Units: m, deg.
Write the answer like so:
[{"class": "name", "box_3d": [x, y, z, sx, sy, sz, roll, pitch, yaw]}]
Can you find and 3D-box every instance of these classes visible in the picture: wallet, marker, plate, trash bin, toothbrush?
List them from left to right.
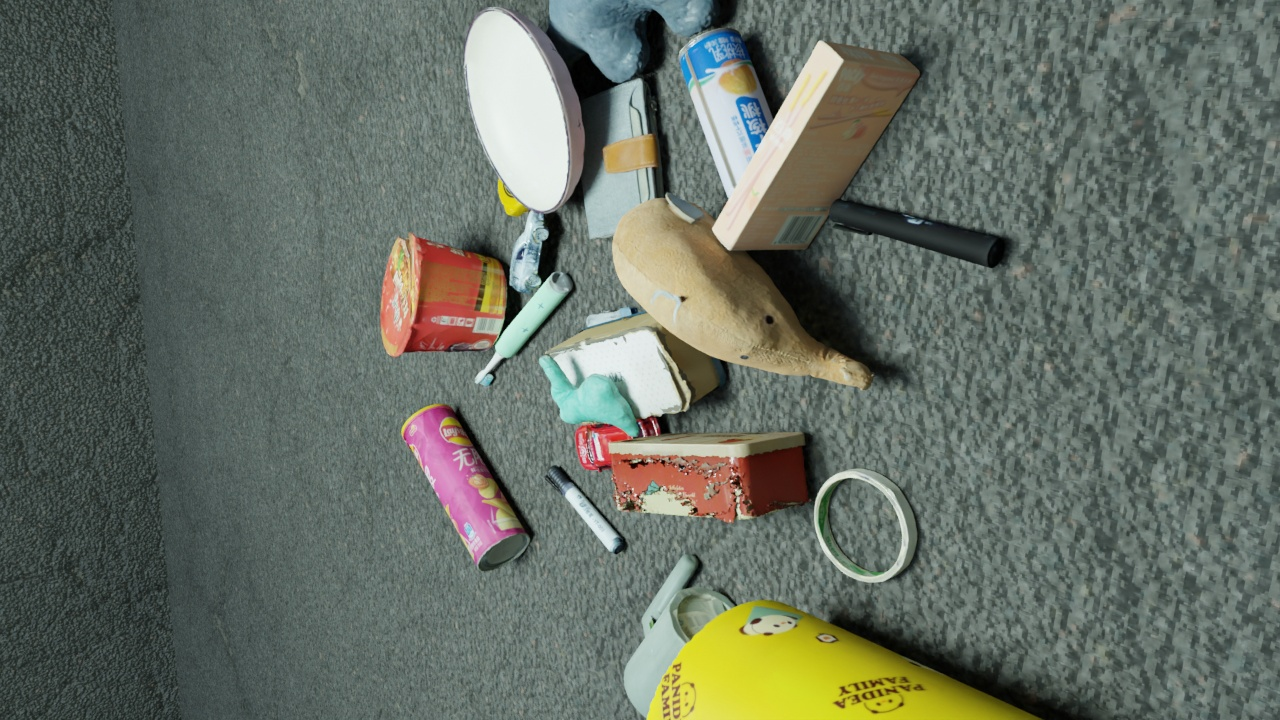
[{"class": "toothbrush", "box_3d": [-0.137, -0.028, 1.018, 0.225, 0.027, 0.026, -43, 29, 45]}, {"class": "plate", "box_3d": [-0.105, -0.237, 0.870, 0.192, 0.039, 0.193, 41, 144, 38]}, {"class": "marker", "box_3d": [-0.060, 0.157, 0.970, 0.131, 0.022, 0.018, 44, 172, 37]}, {"class": "wallet", "box_3d": [-0.022, -0.182, 0.842, 0.107, 0.036, 0.129, -3, 95, 51]}, {"class": "trash bin", "box_3d": [0.147, 0.296, 0.611, 0.256, 0.229, 0.230, 19, 112, 53]}, {"class": "marker", "box_3d": [0.185, -0.088, 0.630, 0.132, 0.020, 0.022, 26, 115, 44]}]

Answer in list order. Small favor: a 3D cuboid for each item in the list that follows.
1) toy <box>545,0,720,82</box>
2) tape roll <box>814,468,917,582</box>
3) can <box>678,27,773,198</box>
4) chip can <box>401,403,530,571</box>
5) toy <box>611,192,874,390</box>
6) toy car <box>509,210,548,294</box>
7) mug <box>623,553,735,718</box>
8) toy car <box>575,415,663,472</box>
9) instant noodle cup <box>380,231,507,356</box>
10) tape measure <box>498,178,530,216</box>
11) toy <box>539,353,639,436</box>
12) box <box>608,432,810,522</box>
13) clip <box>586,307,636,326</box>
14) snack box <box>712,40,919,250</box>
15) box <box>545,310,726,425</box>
[{"class": "toy", "box_3d": [-0.003, -0.317, 0.763, 0.357, 0.091, 0.138, -4, 122, 51]}, {"class": "tape roll", "box_3d": [0.169, 0.125, 0.697, 0.086, 0.013, 0.086, 13, 107, 48]}, {"class": "can", "box_3d": [0.075, -0.185, 0.714, 0.053, 0.053, 0.134, -30, 75, 48]}, {"class": "chip can", "box_3d": [-0.213, 0.150, 1.109, 0.210, 0.071, 0.072, 52, 133, 29]}, {"class": "toy", "box_3d": [0.068, -0.041, 0.684, 0.226, 0.143, 0.083, 48, 126, 32]}, {"class": "toy car", "box_3d": [-0.116, -0.114, 0.958, 0.043, 0.034, 0.091, -98, 21, -63]}, {"class": "mug", "box_3d": [0.038, 0.253, 0.838, 0.123, 0.083, 0.104, -106, 34, -48]}, {"class": "toy car", "box_3d": [-0.025, 0.080, 0.895, 0.121, 0.045, 0.053, -16, 84, 52]}, {"class": "instant noodle cup", "box_3d": [-0.219, -0.066, 1.026, 0.138, 0.108, 0.137, -17, 70, 57]}, {"class": "tape measure", "box_3d": [-0.121, -0.185, 0.964, 0.060, 0.028, 0.057, -29, 71, 31]}, {"class": "toy", "box_3d": [-0.052, 0.033, 0.825, 0.092, 0.030, 0.096, -12, 114, 48]}, {"class": "box", "box_3d": [0.053, 0.102, 0.769, 0.169, 0.091, 0.077, -7, 89, 50]}, {"class": "clip", "box_3d": [-0.027, -0.039, 0.891, 0.057, 0.029, 0.024, 2, 104, 43]}, {"class": "snack box", "box_3d": [0.121, -0.144, 0.645, 0.026, 0.084, 0.158, 56, 134, 31]}, {"class": "box", "box_3d": [-0.005, 0.005, 0.830, 0.185, 0.059, 0.090, -10, 108, 48]}]
